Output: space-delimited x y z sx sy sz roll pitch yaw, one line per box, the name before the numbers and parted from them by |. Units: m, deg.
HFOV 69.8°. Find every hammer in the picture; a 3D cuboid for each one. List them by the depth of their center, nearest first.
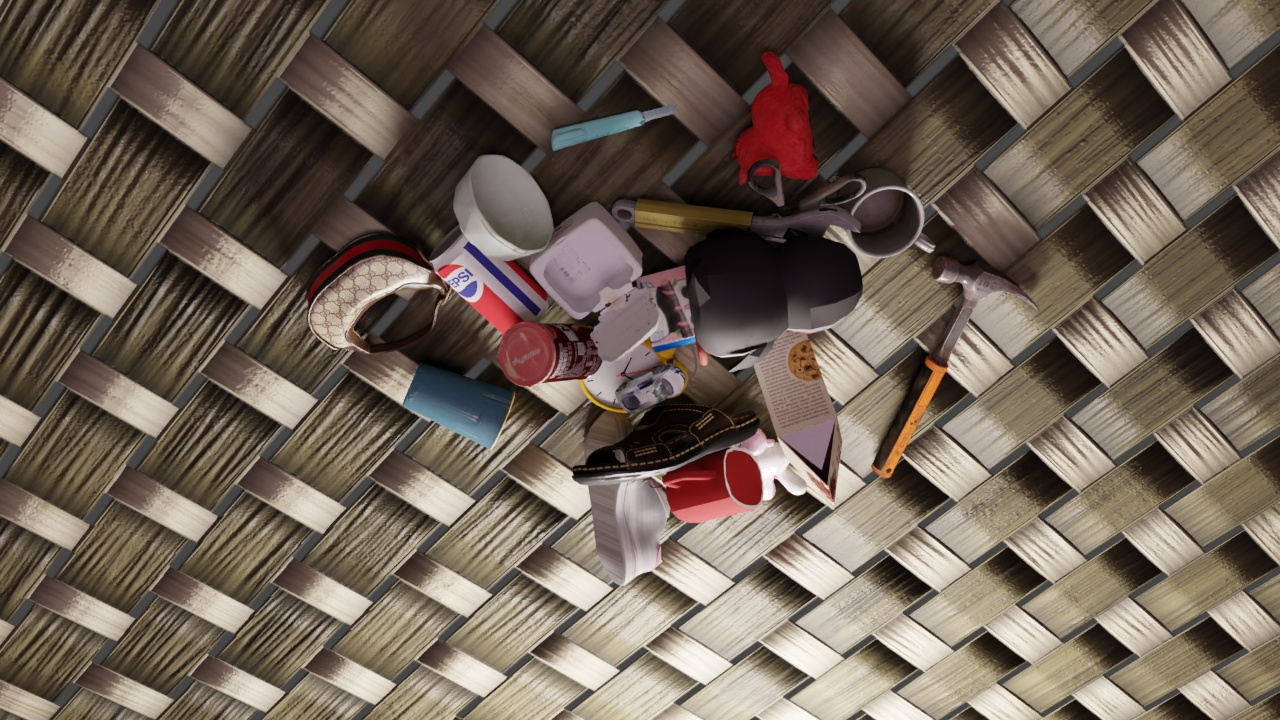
hammer | 0.379 0.023 1.163 0.137 0.035 0.315 12 121 -10

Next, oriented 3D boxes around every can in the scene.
can | -0.171 -0.091 1.046 0.070 0.070 0.132 -37 116 18

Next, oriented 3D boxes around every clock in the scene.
clock | -0.007 0.007 1.125 0.152 0.052 0.114 -12 121 9

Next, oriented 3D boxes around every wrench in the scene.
wrench | 0.101 -0.152 1.010 0.273 0.018 0.084 9 150 9

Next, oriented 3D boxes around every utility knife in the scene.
utility knife | -0.029 -0.253 0.986 0.141 0.015 0.022 -13 102 5

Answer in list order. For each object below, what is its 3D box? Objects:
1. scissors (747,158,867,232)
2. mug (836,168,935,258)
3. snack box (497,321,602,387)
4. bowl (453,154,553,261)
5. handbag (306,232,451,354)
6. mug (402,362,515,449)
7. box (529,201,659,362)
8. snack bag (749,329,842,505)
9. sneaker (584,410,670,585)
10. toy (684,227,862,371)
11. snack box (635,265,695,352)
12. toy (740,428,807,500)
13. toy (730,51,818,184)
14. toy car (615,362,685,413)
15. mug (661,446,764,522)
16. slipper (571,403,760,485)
scissors | 0.167 -0.173 0.994 0.158 0.012 0.171 -9 155 23
mug | 0.277 -0.159 1.025 0.113 0.070 0.084 26 116 -17
snack box | -0.099 -0.009 1.043 0.072 0.121 0.072 1 93 25
bowl | -0.156 -0.157 0.990 0.061 0.117 0.117 -27 120 34
handbag | -0.300 -0.072 1.067 0.167 0.063 0.138 -36 133 14
mug | -0.225 0.051 1.131 0.121 0.078 0.078 23 117 -10
box | -0.045 -0.074 1.027 0.107 0.131 0.152 -33 116 19
snack bag | 0.187 0.061 1.065 0.070 0.206 0.094 -19 155 8
sneaker | -0.008 0.173 1.207 0.089 0.099 0.236 -13 107 -33
toy | 0.141 -0.079 0.963 0.184 0.159 0.140 -9 163 5
snack box | 0.078 -0.071 1.063 0.154 0.033 0.088 -15 77 6
toy | 0.169 0.137 1.220 0.079 0.037 0.123 -17 121 24
toy | 0.132 -0.251 0.961 0.094 0.088 0.133 -8 121 14
toy car | 0.012 0.036 1.096 0.090 0.027 0.039 -26 115 21
mug | 0.085 0.158 1.174 0.097 0.080 0.116 -21 151 38
slipper | 0.033 0.091 1.111 0.267 0.113 0.075 -15 86 -35
